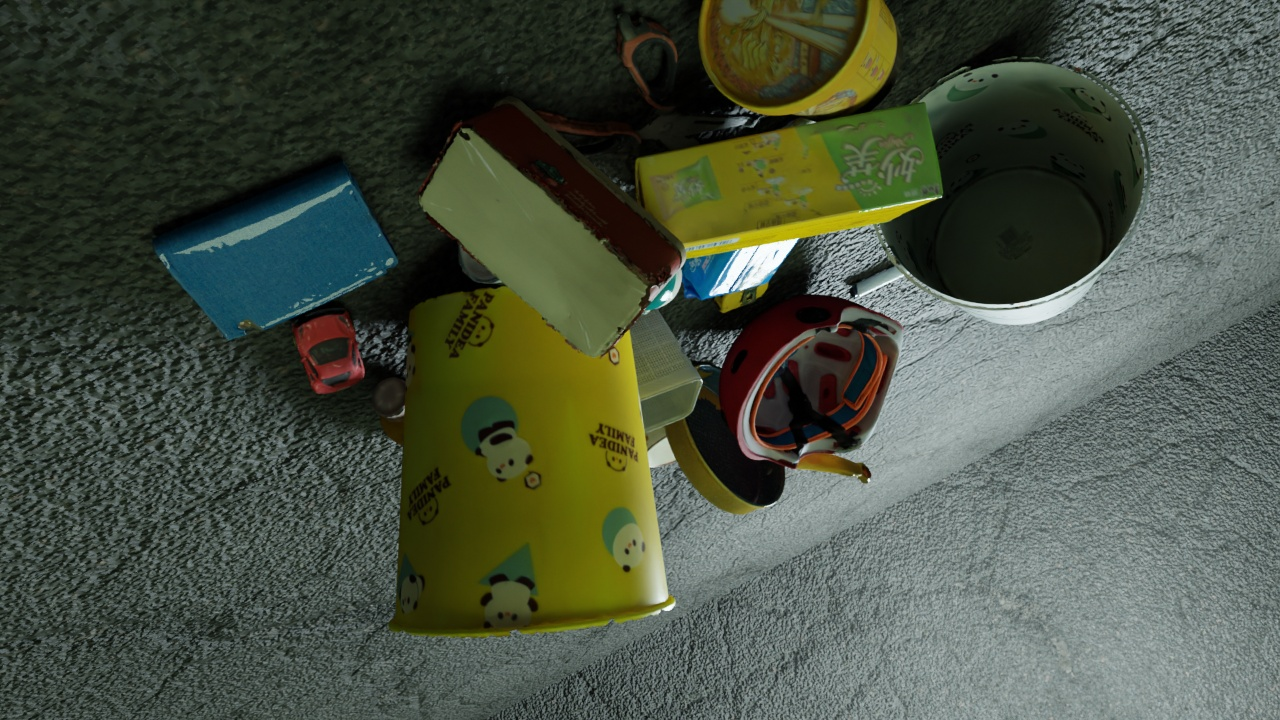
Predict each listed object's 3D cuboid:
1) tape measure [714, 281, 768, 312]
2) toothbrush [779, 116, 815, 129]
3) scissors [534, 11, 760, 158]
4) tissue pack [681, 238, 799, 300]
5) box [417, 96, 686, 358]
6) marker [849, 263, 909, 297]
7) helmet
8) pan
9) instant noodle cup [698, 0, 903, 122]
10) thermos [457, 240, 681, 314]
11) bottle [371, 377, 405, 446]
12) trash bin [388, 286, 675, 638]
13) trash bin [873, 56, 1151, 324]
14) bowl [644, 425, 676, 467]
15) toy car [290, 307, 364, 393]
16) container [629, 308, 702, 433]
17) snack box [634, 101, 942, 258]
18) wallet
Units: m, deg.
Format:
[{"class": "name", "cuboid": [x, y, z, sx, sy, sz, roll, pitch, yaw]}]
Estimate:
[{"class": "tape measure", "cuboid": [0.112, -0.078, 1.000, 0.060, 0.029, 0.057, -23, 155, -11]}, {"class": "toothbrush", "cuboid": [0.080, -0.167, 0.796, 0.191, 0.018, 0.016, -30, -177, 5]}, {"class": "scissors", "cuboid": [0.004, -0.183, 0.689, 0.189, 0.015, 0.227, -27, 156, -2]}, {"class": "tissue pack", "cuboid": [0.103, -0.119, 0.879, 0.094, 0.052, 0.158, -15, 154, -31]}, {"class": "box", "cuboid": [-0.064, -0.084, 0.612, 0.092, 0.168, 0.080, -48, -179, 39]}, {"class": "marker", "cuboid": [0.325, -0.111, 1.170, 0.130, 0.018, 0.023, -25, 166, -7]}, {"class": "helmet", "cuboid": [0.182, 0.013, 1.105, 0.239, 0.144, 0.207, -9, 124, -27]}, {"class": "pan", "cuboid": [0.173, 0.116, 1.187, 0.078, 0.197, 0.357, -33, 139, 32]}, {"class": "instant noodle cup", "cuboid": [0.117, -0.218, 0.623, 0.119, 0.118, 0.114, -40, 161, 27]}, {"class": "thermos", "cuboid": [-0.046, -0.085, 0.775, 0.073, 0.073, 0.223, -41, 153, 28]}, {"class": "bottle", "cuboid": [-0.206, 0.065, 0.909, 0.068, 0.068, 0.189, -28, 156, 1]}, {"class": "trash bin", "cuboid": [-0.095, 0.082, 0.760, 0.229, 0.255, 0.230, -4, 172, -1]}, {"class": "trash bin", "cuboid": [0.370, -0.142, 0.917, 0.230, 0.229, 0.251, -35, 160, 17]}, {"class": "bowl", "cuboid": [0.041, 0.089, 1.225, 0.113, 0.062, 0.114, -23, 155, -12]}, {"class": "toy car", "cuboid": [-0.257, -0.007, 0.758, 0.049, 0.031, 0.106, -19, 153, -20]}, {"class": "container", "cuboid": [-0.006, 0.006, 0.940, 0.090, 0.114, 0.090, -20, 156, -17]}, {"class": "snack box", "cuboid": [0.103, -0.129, 0.704, 0.210, 0.070, 0.157, -11, -178, 2]}, {"class": "wallet", "cuboid": [-0.243, -0.073, 0.628, 0.133, 0.040, 0.106, -24, 148, -7]}]
